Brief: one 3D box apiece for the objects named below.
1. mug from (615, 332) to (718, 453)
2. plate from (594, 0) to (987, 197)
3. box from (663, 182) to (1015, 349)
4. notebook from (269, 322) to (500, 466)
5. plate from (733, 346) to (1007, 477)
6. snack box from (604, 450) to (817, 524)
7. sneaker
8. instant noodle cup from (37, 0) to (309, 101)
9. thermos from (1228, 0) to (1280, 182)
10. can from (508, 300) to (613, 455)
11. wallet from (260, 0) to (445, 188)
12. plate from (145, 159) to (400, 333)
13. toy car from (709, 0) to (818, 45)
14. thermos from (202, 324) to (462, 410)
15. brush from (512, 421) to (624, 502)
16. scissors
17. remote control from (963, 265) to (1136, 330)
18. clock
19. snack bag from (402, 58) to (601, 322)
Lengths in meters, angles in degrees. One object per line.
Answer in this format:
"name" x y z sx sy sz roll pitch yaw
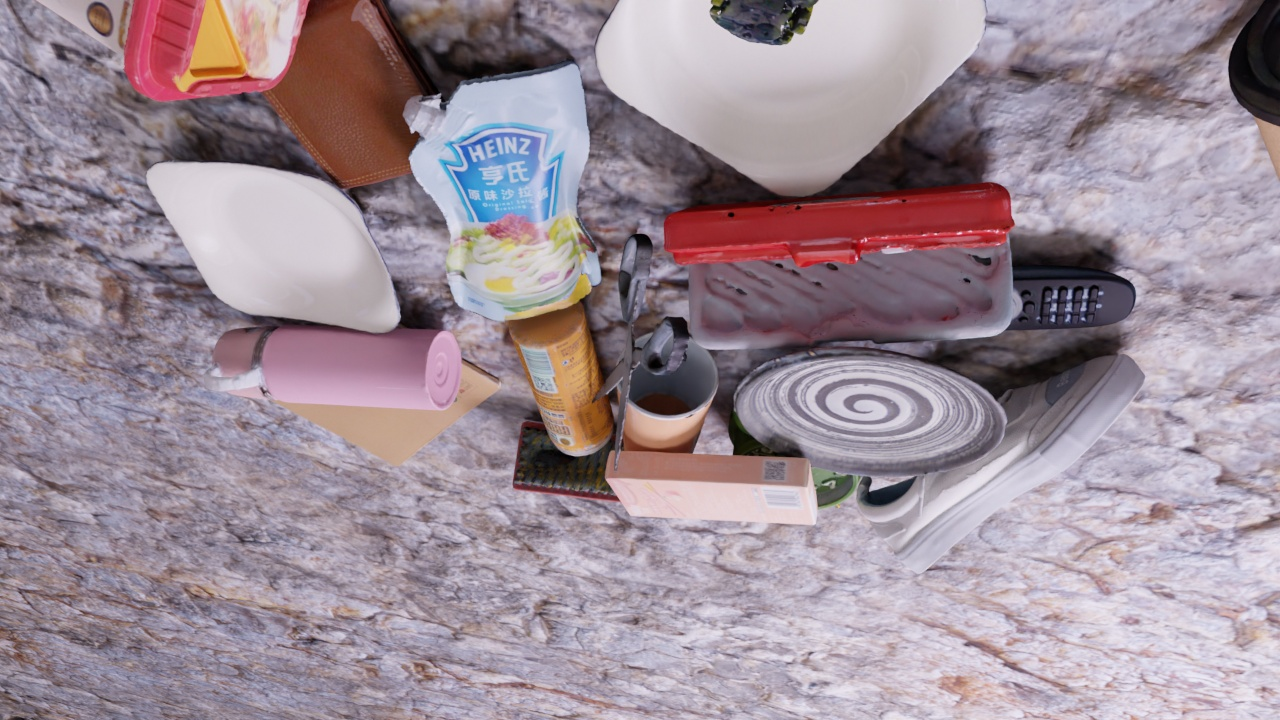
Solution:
"mug" 0.018 0.043 0.737 0.078 0.078 0.123 9 147 4
"plate" 0.073 -0.174 0.481 0.164 0.034 0.164 27 139 -18
"box" 0.121 -0.051 0.564 0.202 0.095 0.101 -2 104 19
"notebook" -0.240 0.027 0.840 0.147 0.008 0.208 33 137 -23
"plate" 0.153 0.033 0.626 0.179 0.024 0.180 9 152 5
"snack box" 0.058 0.102 0.729 0.157 0.026 0.084 1 151 16
"sneaker" 0.256 0.062 0.690 0.091 0.089 0.243 45 127 10
"instant noodle cup" -0.247 -0.207 0.464 0.124 0.116 0.117 27 112 2
"thermos" 0.343 -0.117 0.438 0.093 0.092 0.143 -17 142 32
"can" -0.060 0.013 0.731 0.058 0.058 0.146 3 140 13
"wallet" -0.175 -0.166 0.567 0.101 0.032 0.124 -9 138 21
"plate" -0.260 -0.089 0.677 0.164 0.034 0.164 9 143 9
"toy car" 0.065 -0.188 0.414 0.048 0.032 0.105 17 152 -5
"thermos" -0.254 0.007 0.746 0.199 0.087 0.067 3 109 12
"brush" -0.040 0.095 0.832 0.146 0.063 0.069 7 172 5
"scissors" -0.004 -0.001 0.639 0.014 0.181 0.159 -1 -170 -21
"remote control" 0.247 -0.042 0.602 0.136 0.024 0.053 0 141 18
"clock" 0.129 0.063 0.740 0.116 0.056 0.161 7 141 5
"snack bag" -0.084 -0.103 0.598 0.110 0.038 0.191 -5 142 -1
